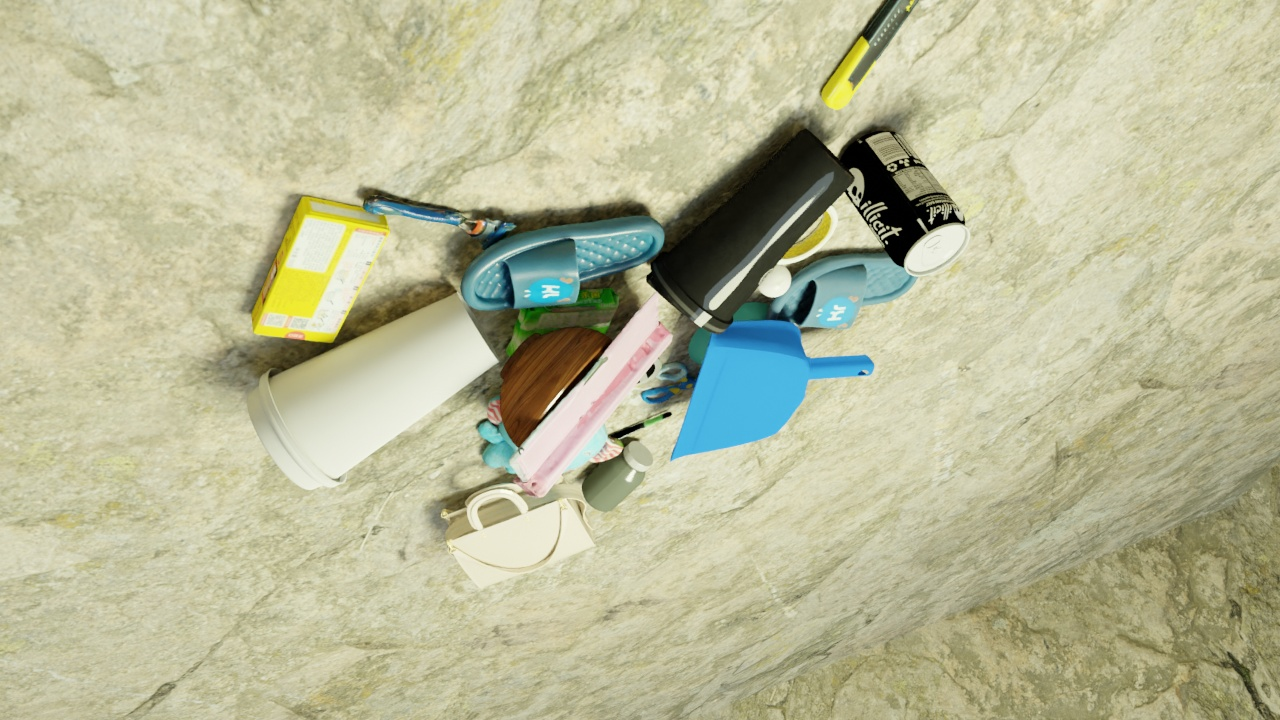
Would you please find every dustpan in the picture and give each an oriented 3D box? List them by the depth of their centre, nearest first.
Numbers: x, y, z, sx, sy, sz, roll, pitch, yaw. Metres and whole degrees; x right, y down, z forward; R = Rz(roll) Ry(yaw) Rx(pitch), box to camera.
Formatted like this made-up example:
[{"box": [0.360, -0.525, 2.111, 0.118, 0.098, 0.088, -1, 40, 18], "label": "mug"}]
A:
[{"box": [0.176, 0.031, 1.146, 0.257, 0.059, 0.246, -3, 142, -13], "label": "dustpan"}]

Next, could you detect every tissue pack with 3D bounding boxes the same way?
[{"box": [-0.083, -0.038, 0.997, 0.113, 0.034, 0.100, -4, 145, -27], "label": "tissue pack"}]

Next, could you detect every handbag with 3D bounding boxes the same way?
[{"box": [-0.171, 0.213, 1.231, 0.194, 0.101, 0.198, -20, 147, 0], "label": "handbag"}]

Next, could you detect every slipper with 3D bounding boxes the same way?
[{"box": [-0.072, -0.088, 0.904, 0.213, 0.059, 0.104, -17, 158, -18], "label": "slipper"}, {"box": [0.254, -0.084, 1.121, 0.213, 0.059, 0.104, -13, 143, -18], "label": "slipper"}]

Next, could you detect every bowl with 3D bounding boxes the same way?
[{"box": [-0.101, 0.014, 0.947, 0.147, 0.069, 0.147, -50, 178, -3], "label": "bowl"}, {"box": [0.125, -0.015, 1.147, 0.121, 0.046, 0.121, -16, 146, -12], "label": "bowl"}]

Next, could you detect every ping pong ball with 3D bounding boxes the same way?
[{"box": [0.154, -0.093, 1.060, 0.040, 0.040, 0.040, -16, 146, -12], "label": "ping pong ball"}]

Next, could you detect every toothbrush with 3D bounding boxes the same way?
[{"box": [-0.044, 0.107, 1.243, 0.188, 0.014, 0.017, -24, 139, -1], "label": "toothbrush"}]

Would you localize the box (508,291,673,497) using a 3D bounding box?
[{"box": [-0.049, 0.045, 0.976, 0.232, 0.051, 0.180, -50, 176, -14], "label": "box"}]

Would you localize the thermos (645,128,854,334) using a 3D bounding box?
[{"box": [0.113, -0.131, 0.937, 0.219, 0.105, 0.105, -45, 142, 21], "label": "thermos"}]

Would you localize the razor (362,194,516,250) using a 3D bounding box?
[{"box": [-0.181, -0.129, 0.823, 0.140, 0.018, 0.044, 10, 145, -39], "label": "razor"}]

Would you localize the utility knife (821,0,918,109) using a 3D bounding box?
[{"box": [0.224, -0.307, 0.827, 0.028, 0.020, 0.187, 1, 139, -35], "label": "utility knife"}]

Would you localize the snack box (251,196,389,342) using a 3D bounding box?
[{"box": [-0.289, -0.077, 0.823, 0.075, 0.025, 0.153, 7, 135, -38], "label": "snack box"}]

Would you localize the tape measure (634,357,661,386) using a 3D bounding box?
[{"box": [-0.007, 0.007, 1.122, 0.064, 0.016, 0.065, -22, 147, -2], "label": "tape measure"}]

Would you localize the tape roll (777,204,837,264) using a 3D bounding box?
[{"box": [0.172, -0.146, 1.018, 0.094, 0.019, 0.094, -17, 146, -12], "label": "tape roll"}]

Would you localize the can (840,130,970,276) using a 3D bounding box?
[{"box": [0.266, -0.162, 0.937, 0.080, 0.146, 0.080, -16, 146, -12], "label": "can"}]

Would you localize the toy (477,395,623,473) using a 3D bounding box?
[{"box": [-0.126, 0.107, 1.118, 0.183, 0.114, 0.181, 25, 136, -34], "label": "toy"}]

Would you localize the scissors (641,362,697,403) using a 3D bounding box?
[{"box": [0.065, 0.022, 1.196, 0.132, 0.020, 0.097, -12, 148, -16], "label": "scissors"}]

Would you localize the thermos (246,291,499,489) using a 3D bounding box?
[{"box": [-0.256, 0.023, 0.905, 0.222, 0.131, 0.131, -31, 147, -4], "label": "thermos"}]

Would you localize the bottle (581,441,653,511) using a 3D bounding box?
[{"box": [-0.032, 0.162, 1.284, 0.060, 0.060, 0.109, 12, 133, -42], "label": "bottle"}]
